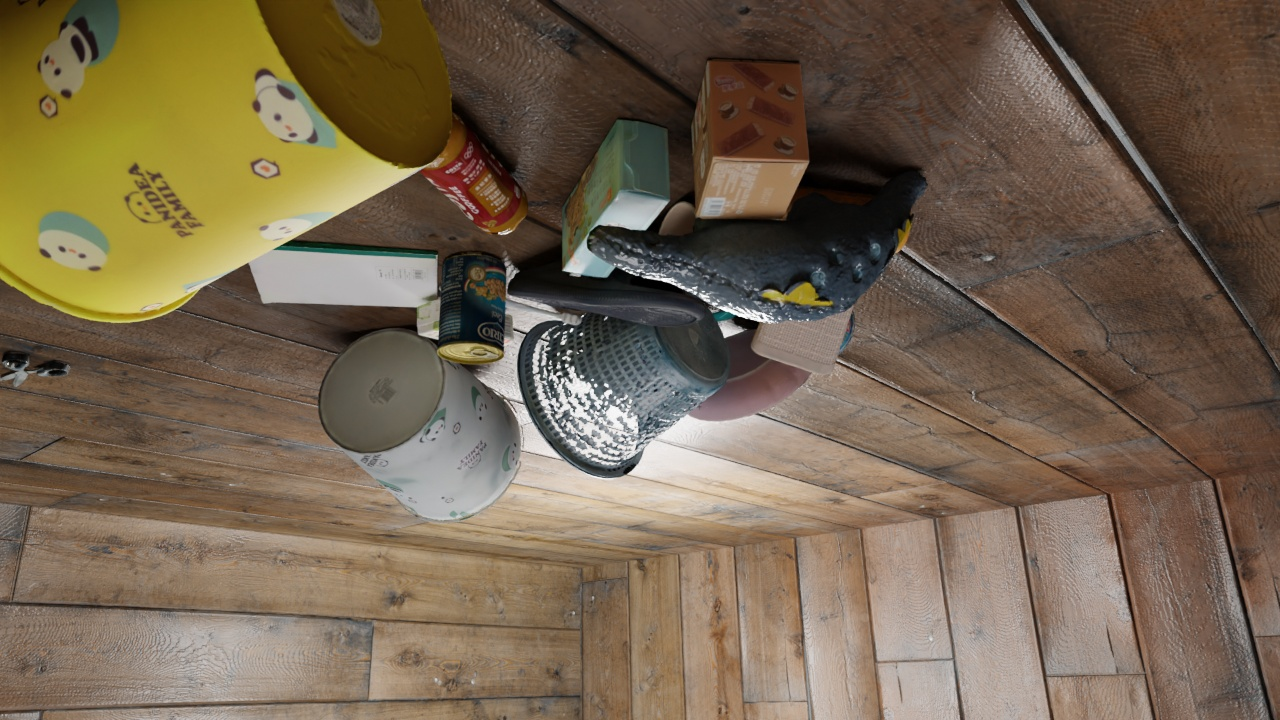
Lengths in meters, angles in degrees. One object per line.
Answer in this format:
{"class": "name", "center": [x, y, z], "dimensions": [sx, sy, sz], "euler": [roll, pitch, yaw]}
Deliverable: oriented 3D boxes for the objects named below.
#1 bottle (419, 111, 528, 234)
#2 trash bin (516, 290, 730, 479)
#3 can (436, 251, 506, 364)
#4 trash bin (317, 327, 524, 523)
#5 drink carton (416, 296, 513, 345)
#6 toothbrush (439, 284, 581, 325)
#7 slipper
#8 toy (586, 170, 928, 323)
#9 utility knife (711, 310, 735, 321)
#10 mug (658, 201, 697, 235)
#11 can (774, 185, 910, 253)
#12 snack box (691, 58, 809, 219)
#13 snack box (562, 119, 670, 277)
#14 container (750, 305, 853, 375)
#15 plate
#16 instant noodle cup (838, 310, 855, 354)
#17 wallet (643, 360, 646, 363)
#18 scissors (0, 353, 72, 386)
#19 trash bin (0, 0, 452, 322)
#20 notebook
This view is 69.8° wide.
{"class": "bottle", "center": [-0.160, -0.173, 0.814], "dimensions": [0.057, 0.057, 0.175], "euler": [-8, 159, 17]}
{"class": "trash bin", "center": [-0.007, 0.007, 1.141], "dimensions": [0.196, 0.226, 0.226], "euler": [-32, 146, 33]}
{"class": "can", "center": [-0.192, -0.059, 1.052], "dimensions": [0.075, 0.111, 0.075], "euler": [-1, 162, 0]}
{"class": "trash bin", "center": [-0.316, 0.089, 1.315], "dimensions": [0.230, 0.229, 0.252], "euler": [-6, 154, 12]}
{"class": "drink carton", "center": [-0.220, -0.047, 1.163], "dimensions": [0.054, 0.045, 0.122], "euler": [-13, 163, 33]}
{"class": "toothbrush", "center": [-0.158, -0.068, 1.100], "dimensions": [0.180, 0.016, 0.016], "euler": [14, 179, 8]}
{"class": "slipper", "center": [-0.044, -0.092, 1.018], "dimensions": [0.269, 0.083, 0.110], "euler": [9, 177, 42]}
{"class": "toy", "center": [0.129, -0.097, 0.820], "dimensions": [0.355, 0.137, 0.092], "euler": [-11, 155, -20]}
{"class": "utility knife", "center": [0.070, -0.052, 1.230], "dimensions": [0.175, 0.013, 0.029], "euler": [-12, 160, 31]}
{"class": "mug", "center": [0.088, -0.111, 0.942], "dimensions": [0.105, 0.082, 0.114], "euler": [7, -168, -28]}
{"class": "can", "center": [0.195, -0.142, 0.922], "dimensions": [0.146, 0.058, 0.058], "euler": [3, 160, -14]}
{"class": "snack box", "center": [0.088, -0.180, 0.756], "dimensions": [0.077, 0.094, 0.093], "euler": [0, 160, -5]}
{"class": "snack box", "center": [-0.027, -0.148, 0.868], "dimensions": [0.051, 0.074, 0.175], "euler": [7, 158, -20]}
{"class": "container", "center": [0.178, -0.061, 0.955], "dimensions": [0.090, 0.090, 0.111], "euler": [20, 125, 8]}
{"class": "plate", "center": [0.134, 0.008, 1.214], "dimensions": [0.193, 0.191, 0.039], "euler": [-12, 119, 27]}
{"class": "instant noodle cup", "center": [0.195, -0.060, 1.112], "dimensions": [0.099, 0.099, 0.110], "euler": [-13, 150, 28]}
{"class": "wallet", "center": [0.032, -0.008, 1.315], "dimensions": [0.125, 0.032, 0.101], "euler": [-18, 166, 42]}
{"class": "scissors", "center": [-0.920, 0.016, 1.361], "dimensions": [0.165, 0.014, 0.163], "euler": [1, 162, 0]}
{"class": "trash bin", "center": [-0.281, -0.169, 0.598], "dimensions": [0.256, 0.229, 0.229], "euler": [-16, 156, 22]}
{"class": "notebook", "center": [-0.345, -0.098, 1.076], "dimensions": [0.209, 0.012, 0.151], "euler": [2, 159, -12]}
